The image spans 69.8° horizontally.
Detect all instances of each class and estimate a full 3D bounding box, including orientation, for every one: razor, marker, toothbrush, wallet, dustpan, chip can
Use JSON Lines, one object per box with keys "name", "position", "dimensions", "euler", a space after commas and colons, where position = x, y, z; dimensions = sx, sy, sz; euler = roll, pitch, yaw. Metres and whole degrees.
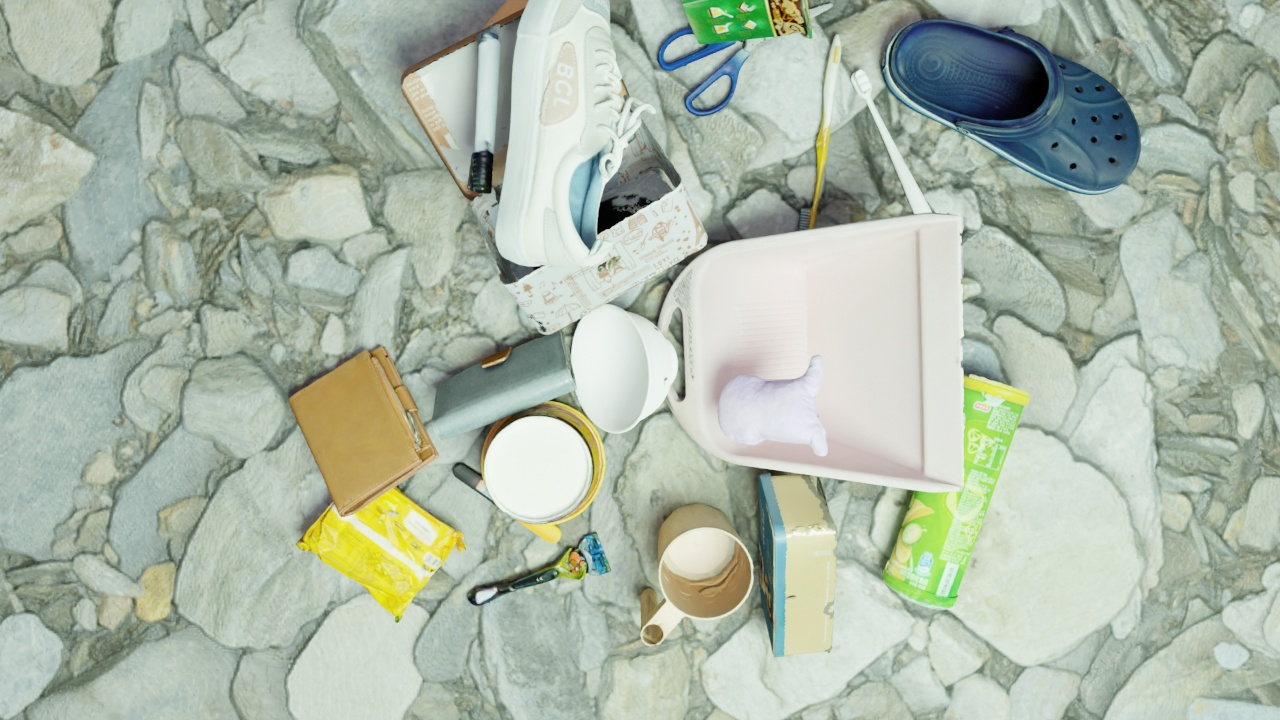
{"name": "razor", "position": [-0.102, 0.211, 0.895], "dimensions": [0.143, 0.022, 0.042], "euler": [-19, 93, 1]}
{"name": "marker", "position": [-0.127, -0.200, 0.742], "dimensions": [0.023, 0.018, 0.130], "euler": [1, 86, 14]}
{"name": "toothbrush", "position": [0.169, -0.210, 0.864], "dimensions": [0.018, 0.016, 0.191], "euler": [8, 96, 7]}
{"name": "toothbrush", "position": [0.243, -0.191, 0.865], "dimensions": [0.016, 0.016, 0.180], "euler": [-27, 95, 4]}
{"name": "wallet", "position": [-0.126, 0.017, 0.837], "dimensions": [0.130, 0.106, 0.037], "euler": [-22, 116, 1]}
{"name": "marker", "position": [-0.130, 0.138, 0.892], "dimensions": [0.124, 0.015, 0.018], "euler": [34, 92, -1]}
{"name": "wallet", "position": [-0.258, 0.063, 0.852], "dimensions": [0.108, 0.031, 0.131], "euler": [-33, 69, 1]}
{"name": "dustpan", "position": [0.134, -0.002, 0.790], "dimensions": [0.138, 0.274, 0.222], "euler": [-5, 92, -26]}
{"name": "chip can", "position": [0.295, 0.124, 0.866], "dimensions": [0.072, 0.072, 0.221], "euler": [18, 94, -2]}

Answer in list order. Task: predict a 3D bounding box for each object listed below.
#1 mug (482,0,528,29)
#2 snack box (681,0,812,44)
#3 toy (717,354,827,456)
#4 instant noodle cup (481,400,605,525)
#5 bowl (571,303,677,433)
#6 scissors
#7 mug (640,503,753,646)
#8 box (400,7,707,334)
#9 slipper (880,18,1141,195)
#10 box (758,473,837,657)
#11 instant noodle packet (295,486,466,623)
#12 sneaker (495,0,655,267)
{"name": "mug", "position": [-0.116, -0.276, 0.827], "dimensions": [0.123, 0.078, 0.078], "euler": [-43, 94, 7]}
{"name": "snack box", "position": [0.085, -0.343, 0.806], "dimensions": [0.106, 0.117, 0.118], "euler": [-12, 81, 14]}
{"name": "toy", "position": [0.110, 0.039, 0.784], "dimensions": [0.108, 0.038, 0.084], "euler": [-4, 82, 43]}
{"name": "instant noodle cup", "position": [-0.090, 0.096, 0.831], "dimensions": [0.118, 0.114, 0.118], "euler": [0, 88, -4]}
{"name": "bowl", "position": [-0.005, 0.005, 0.849], "dimensions": [0.064, 0.118, 0.118], "euler": [-7, 96, -38]}
{"name": "scissors", "position": [0.093, -0.305, 0.857], "dimensions": [0.141, 0.012, 0.171], "euler": [27, 92, -3]}
{"name": "mug", "position": [0.044, 0.198, 0.854], "dimensions": [0.084, 0.103, 0.124], "euler": [40, 93, -4]}
{"name": "box", "position": [-0.068, -0.162, 0.777], "dimensions": [0.180, 0.156, 0.227], "euler": [-27, 126, 1]}
{"name": "slipper", "position": [0.343, -0.240, 0.826], "dimensions": [0.253, 0.095, 0.105], "euler": [26, 97, 1]}
{"name": "box", "position": [0.140, 0.181, 0.830], "dimensions": [0.059, 0.089, 0.184], "euler": [-8, 122, 0]}
{"name": "instant noodle packet", "position": [-0.244, 0.173, 0.879], "dimensions": [0.128, 0.044, 0.111], "euler": [40, 92, -6]}
{"name": "sneaker", "position": [-0.043, -0.188, 0.695], "dimensions": [0.091, 0.089, 0.242], "euler": [9, 90, 20]}
